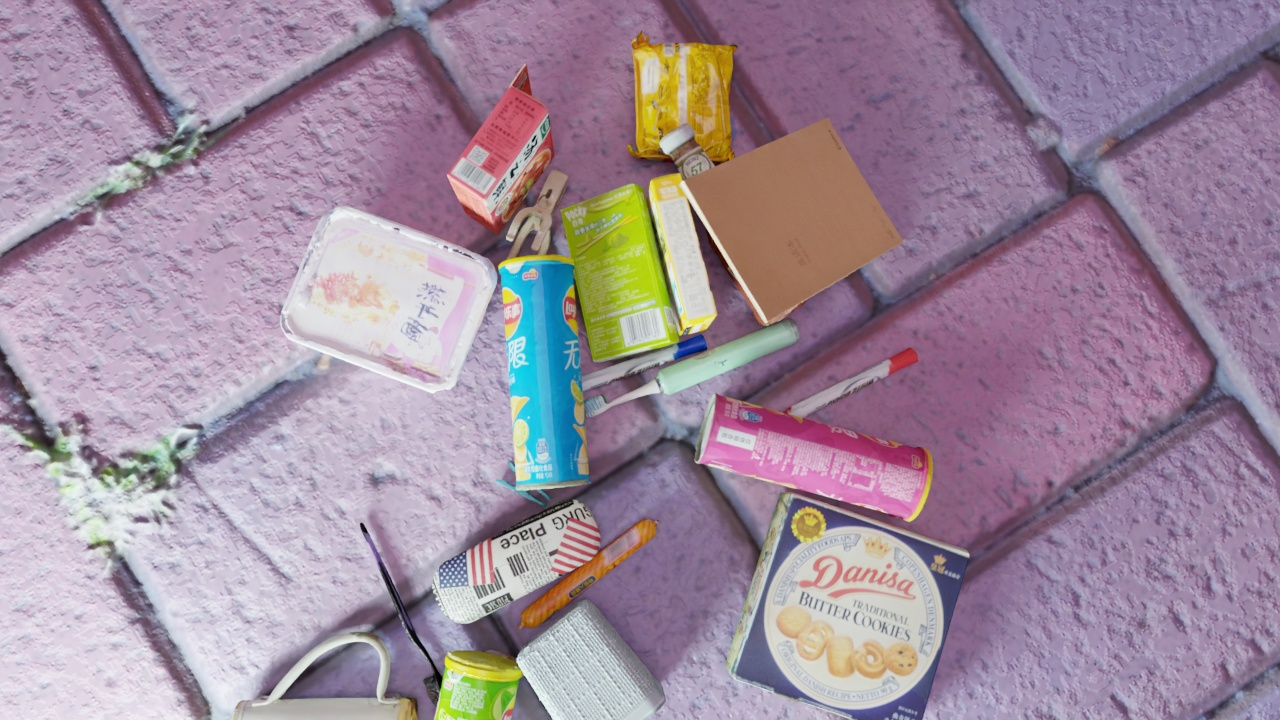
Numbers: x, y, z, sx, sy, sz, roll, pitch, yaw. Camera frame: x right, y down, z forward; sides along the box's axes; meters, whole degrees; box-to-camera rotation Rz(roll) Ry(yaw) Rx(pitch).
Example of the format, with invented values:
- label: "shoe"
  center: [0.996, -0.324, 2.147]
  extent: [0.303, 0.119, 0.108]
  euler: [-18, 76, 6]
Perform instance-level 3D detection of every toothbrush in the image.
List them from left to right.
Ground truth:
- label: "toothbrush"
  center: [-0.224, 0.238, 0.859]
  extent: [0.017, 0.014, 0.189]
  euler: [-28, 85, 6]
- label: "toothbrush"
  center: [0.050, 0.010, 0.893]
  extent: [0.224, 0.026, 0.027]
  euler: [-22, 107, -5]

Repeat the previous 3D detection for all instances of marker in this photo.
- label: "marker"
  center: [-0.005, 0.005, 0.895]
  extent: [0.145, 0.017, 0.017]
  euler: [-19, 85, -5]
- label: "marker"
  center: [0.207, 0.025, 0.904]
  extent: [0.145, 0.017, 0.017]
  euler: [-26, 85, -6]

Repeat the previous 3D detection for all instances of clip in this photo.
- label: "clip"
  center: [-0.110, 0.120, 0.878]
  extent: [0.057, 0.015, 0.049]
  euler: [36, 81, 1]
- label: "clip"
  center: [-0.102, -0.131, 0.904]
  extent: [0.035, 0.094, 0.102]
  euler: [20, 44, 0]

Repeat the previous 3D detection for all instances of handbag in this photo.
- label: "handbag"
  center: [-0.286, 0.337, 0.824]
  extent: [0.163, 0.063, 0.178]
  euler: [1, 80, -4]

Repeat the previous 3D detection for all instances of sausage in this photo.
- label: "sausage"
  center: [-0.049, 0.201, 0.867]
  extent: [0.165, 0.021, 0.021]
  euler: [-36, 86, -6]

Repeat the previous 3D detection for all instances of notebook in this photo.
- label: "notebook"
  center: [0.151, -0.140, 0.877]
  extent: [0.210, 0.012, 0.149]
  euler: [-29, 87, -33]

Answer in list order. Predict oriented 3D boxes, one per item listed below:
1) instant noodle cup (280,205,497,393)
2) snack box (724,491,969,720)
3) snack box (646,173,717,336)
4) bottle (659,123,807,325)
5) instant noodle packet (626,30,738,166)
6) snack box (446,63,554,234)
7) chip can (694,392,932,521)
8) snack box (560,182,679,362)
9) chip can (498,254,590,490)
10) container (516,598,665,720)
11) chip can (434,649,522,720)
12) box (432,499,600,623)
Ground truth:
- label: "instant noodle cup"
  center: [-0.233, -0.055, 0.870]
  extent: [0.173, 0.060, 0.138]
  euler: [21, 82, -2]
- label: "snack box"
  center: [0.194, 0.236, 0.864]
  extent: [0.178, 0.046, 0.182]
  euler: [19, 83, -1]
- label: "snack box"
  center: [0.037, -0.098, 0.874]
  extent: [0.033, 0.087, 0.140]
  euler: [-16, 84, -4]
- label: "bottle"
  center: [0.087, -0.131, 0.879]
  extent: [0.059, 0.060, 0.206]
  euler: [-34, 96, -6]
- label: "instant noodle packet"
  center: [0.042, -0.260, 0.915]
  extent: [0.110, 0.044, 0.128]
  euler: [2, 87, -9]
- label: "snack box"
  center: [-0.121, -0.194, 0.864]
  extent: [0.044, 0.113, 0.127]
  euler: [33, 83, 3]
- label: "chip can"
  center: [0.161, 0.090, 0.867]
  extent: [0.210, 0.071, 0.071]
  euler: [15, 83, 0]
- label: "snack box"
  center: [-0.021, -0.083, 0.882]
  extent: [0.086, 0.026, 0.156]
  euler: [-16, 84, 24]
- label: "chip can"
  center: [-0.089, 0.012, 0.850]
  extent: [0.071, 0.071, 0.210]
  euler: [-5, 85, -4]
- label: "container"
  center: [-0.047, 0.283, 0.827]
  extent: [0.090, 0.090, 0.111]
  euler: [-37, 83, -7]
- label: "chip can"
  center: [-0.161, 0.375, 0.816]
  extent: [0.072, 0.072, 0.221]
  euler: [12, 83, -2]
- label: "box"
  center: [-0.114, 0.187, 0.860]
  extent: [0.164, 0.060, 0.071]
  euler: [-24, 66, -6]
